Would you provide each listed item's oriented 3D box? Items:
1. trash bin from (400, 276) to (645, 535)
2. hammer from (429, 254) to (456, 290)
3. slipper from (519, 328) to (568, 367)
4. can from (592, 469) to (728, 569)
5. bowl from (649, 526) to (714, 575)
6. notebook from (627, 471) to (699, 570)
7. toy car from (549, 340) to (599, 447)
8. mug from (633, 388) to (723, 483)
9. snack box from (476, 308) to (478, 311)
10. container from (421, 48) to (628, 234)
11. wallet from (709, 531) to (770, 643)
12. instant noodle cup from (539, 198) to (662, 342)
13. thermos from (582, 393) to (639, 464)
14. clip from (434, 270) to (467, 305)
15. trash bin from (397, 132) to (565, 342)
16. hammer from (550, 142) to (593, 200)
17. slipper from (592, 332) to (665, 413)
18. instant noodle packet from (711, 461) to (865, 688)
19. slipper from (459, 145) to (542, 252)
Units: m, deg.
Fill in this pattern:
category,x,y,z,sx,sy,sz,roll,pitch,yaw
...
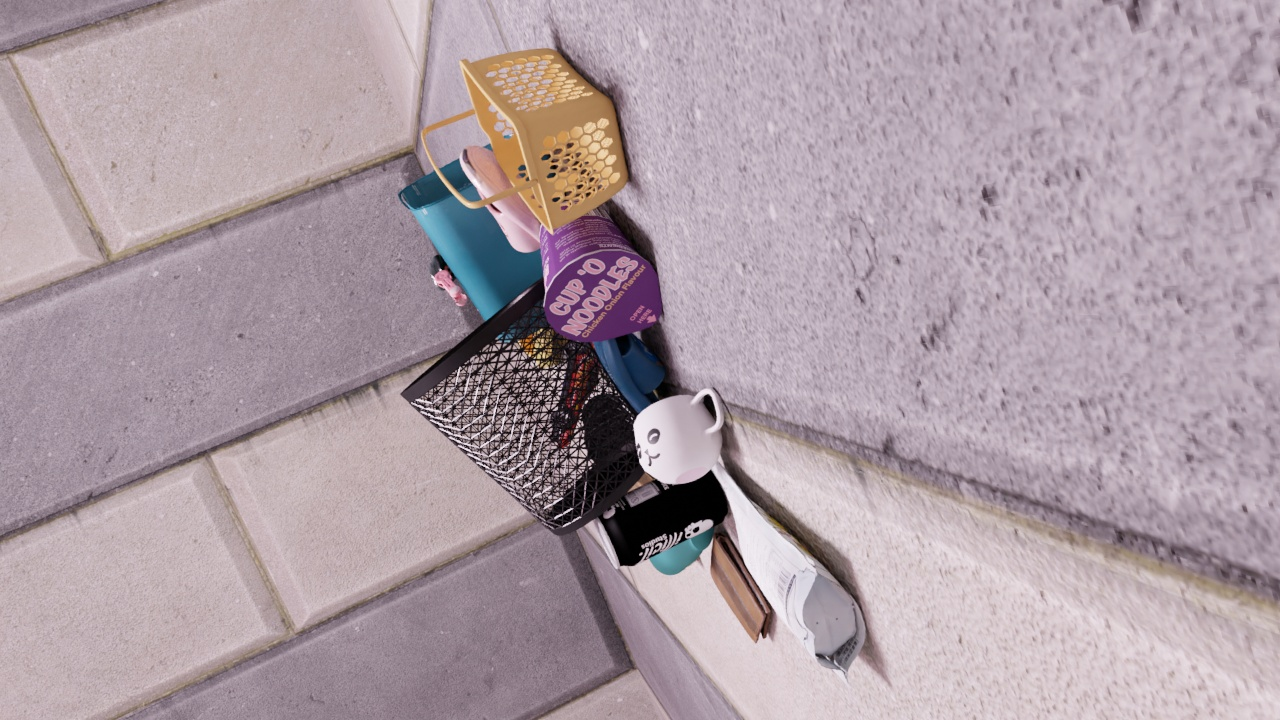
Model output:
category,x,y,z,sx,sy,sz,roll,pitch,yaw
trash bin,-0.119,0.062,1.089,0.243,0.216,0.217,51,170,-9
hammer,-0.244,-0.177,1.412,0.332,0.033,0.133,-57,-51,-64
slipper,-0.155,-0.054,1.417,0.263,0.078,0.099,-91,-2,-74
can,0.023,0.181,1.078,0.080,0.146,0.080,61,167,24
bowl,0.059,0.209,1.151,0.046,0.120,0.121,-4,114,39
notebook,0.009,0.209,1.425,0.190,0.034,0.215,65,169,-18
toy car,-0.093,0.033,1.322,0.082,0.056,0.189,143,142,-81
mug,0.049,0.077,0.949,0.124,0.090,0.076,-48,53,42
snack box,-0.187,-0.123,1.406,0.145,0.142,0.040,175,73,-77
container,-0.121,-0.212,0.901,0.183,0.167,0.129,53,162,45
wallet,0.122,0.282,1.136,0.121,0.027,0.099,58,163,33
instant noodle cup,-0.050,-0.103,0.987,0.136,0.122,0.121,20,-147,-36
thermos,-0.036,0.093,1.291,0.218,0.105,0.106,-157,44,-80
clip,-0.244,-0.093,1.200,0.058,0.023,0.050,35,160,53
trash bin,-0.179,-0.162,1.227,0.219,0.196,0.199,65,170,-25
hammer,-0.060,-0.139,1.110,0.125,0.029,0.311,50,160,55
slipper,-0.007,0.006,1.090,0.214,0.059,0.103,58,-179,-46
instant noodle packet,0.133,0.195,0.903,0.269,0.057,0.147,-134,25,-71
slipper,-0.136,-0.163,1.062,0.221,0.056,0.106,43,-166,-54
